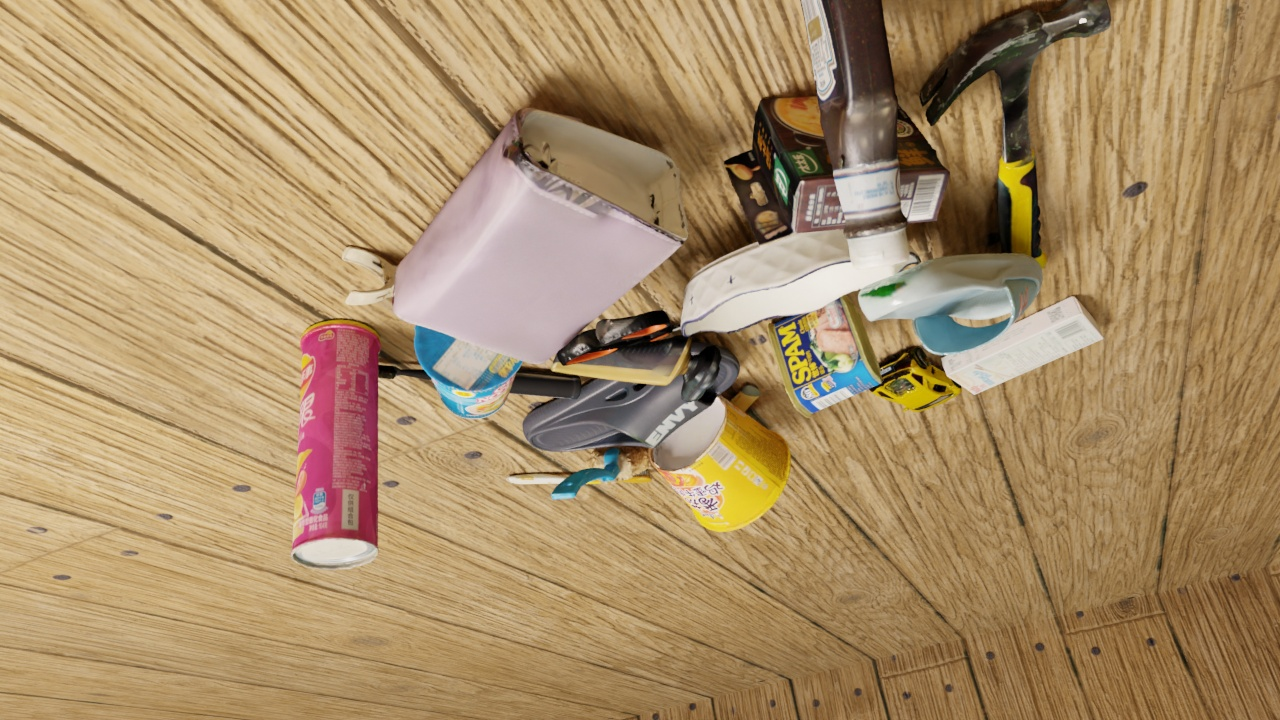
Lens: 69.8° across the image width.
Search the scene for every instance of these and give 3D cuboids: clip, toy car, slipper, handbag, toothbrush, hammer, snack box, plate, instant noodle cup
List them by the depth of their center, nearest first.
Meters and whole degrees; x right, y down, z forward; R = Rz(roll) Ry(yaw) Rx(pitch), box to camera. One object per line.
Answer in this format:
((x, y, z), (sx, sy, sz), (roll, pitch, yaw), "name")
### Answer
((0.133, -0.138, 0.647), (0.125, 0.113, 0.053), (-5, 133, -8), "snack box")
((-0.081, -0.090, 0.691), (0.144, 0.098, 0.198), (12, 144, -36), "handbag")
((0.306, -0.157, 0.754), (0.126, 0.031, 0.323), (-18, 149, 14), "hammer")
((-0.196, -0.063, 0.760), (0.100, 0.071, 0.035), (10, 145, -35), "clip")
((0.127, -0.070, 0.773), (0.205, 0.045, 0.205), (-15, 174, -2), "plate")
((0.278, -0.046, 0.798), (0.244, 0.074, 0.104), (-5, 167, -46), "slipper")
((-0.154, 0.003, 0.844), (0.099, 0.099, 0.110), (-4, 157, -10), "instant noodle cup")
((-0.162, 0.019, 0.925), (0.212, 0.027, 0.026), (6, 110, -24), "toothbrush")
((-0.008, 0.064, 0.994), (0.269, 0.083, 0.110), (-23, 149, 24), "slipper")
((0.430, -0.014, 1.037), (0.157, 0.026, 0.084), (-29, 145, 30), "snack box")
((0.083, 0.108, 1.037), (0.138, 0.137, 0.110), (-28, 127, 29), "instant noodle cup")
((0.322, 0.029, 1.067), (0.071, 0.041, 0.155), (-31, 145, 33), "toy car")
((-0.078, 0.150, 1.188), (0.191, 0.018, 0.016), (2, 146, -14), "toothbrush")

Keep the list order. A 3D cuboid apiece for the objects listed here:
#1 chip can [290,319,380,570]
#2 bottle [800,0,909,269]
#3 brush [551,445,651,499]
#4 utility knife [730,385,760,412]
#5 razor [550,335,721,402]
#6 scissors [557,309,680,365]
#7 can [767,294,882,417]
((-0.264, 0.071, 0.801), (0.071, 0.210, 0.071), (-7, 150, -4), "chip can")
((0.130, -0.153, 0.553), (0.044, 0.195, 0.080), (-11, -170, 1), "bottle")
((-0.045, 0.121, 1.012), (0.083, 0.046, 0.254), (-6, -179, 15), "brush")
((0.090, 0.087, 1.121), (0.031, 0.022, 0.211), (10, 139, -22), "utility knife")
((-0.005, 0.005, 0.898), (0.167, 0.062, 0.068), (4, 115, 6), "razor")
((-0.004, -0.023, 0.817), (0.142, 0.021, 0.235), (-22, 176, 3), "scissors")
((0.182, -0.007, 0.906), (0.083, 0.102, 0.057), (-27, 146, 22), "can")
